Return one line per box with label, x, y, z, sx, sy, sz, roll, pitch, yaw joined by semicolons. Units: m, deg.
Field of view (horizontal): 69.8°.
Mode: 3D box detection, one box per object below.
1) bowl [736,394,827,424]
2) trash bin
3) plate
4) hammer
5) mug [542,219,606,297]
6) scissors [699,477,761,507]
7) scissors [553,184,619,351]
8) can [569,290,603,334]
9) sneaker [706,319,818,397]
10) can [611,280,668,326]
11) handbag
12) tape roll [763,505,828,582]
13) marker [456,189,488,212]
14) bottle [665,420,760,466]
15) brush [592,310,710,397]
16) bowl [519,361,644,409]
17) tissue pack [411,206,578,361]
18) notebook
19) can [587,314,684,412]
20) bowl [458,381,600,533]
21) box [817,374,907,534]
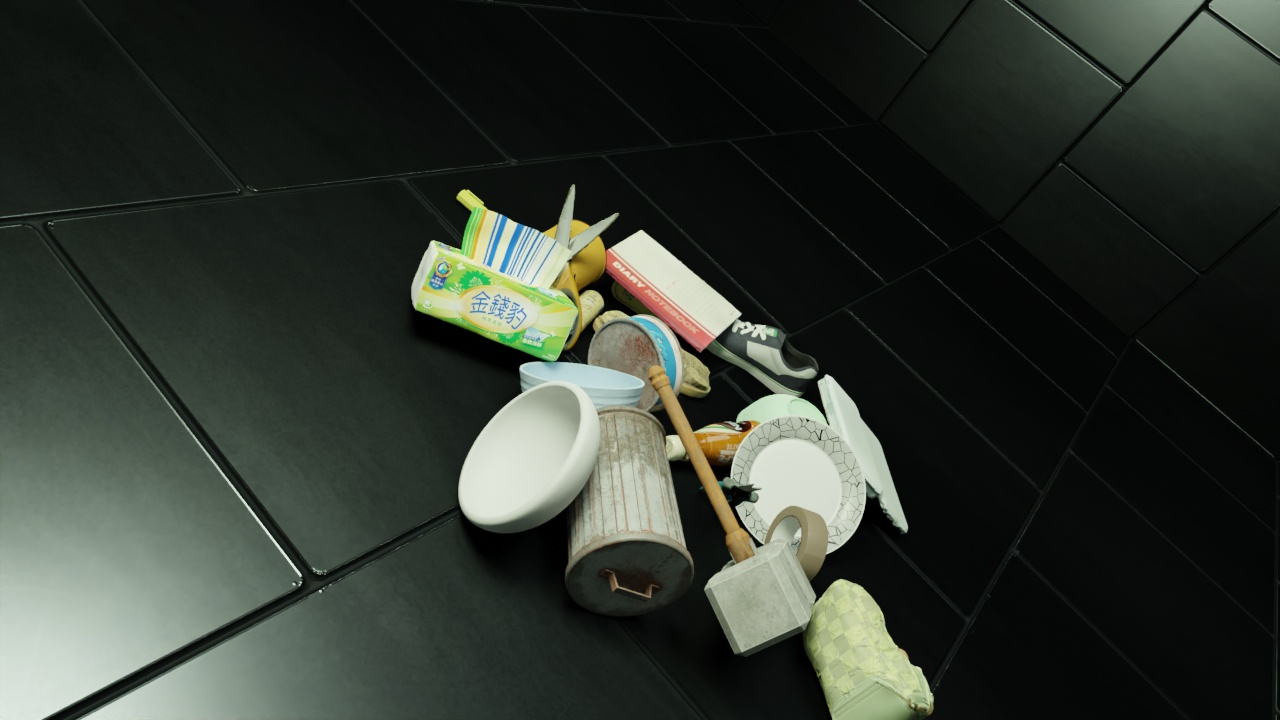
bowl;0.220;0.104;1.325;0.151;0.077;0.150;24;34;-18
trash bin;-0.019;0.165;0.991;0.130;0.131;0.210;20;35;-23
plate;0.208;0.166;1.217;0.188;0.016;0.188;4;73;-12
hammer;0.082;0.147;1.011;0.317;0.083;0.162;64;10;10
mug;-0.125;-0.140;1.310;0.124;0.100;0.093;3;25;27
scissors;0.109;0.161;1.126;0.126;0.144;0.019;47;63;-46
scissors;-0.113;-0.117;1.236;0.216;0.225;0.016;60;0;-5
can;-0.083;-0.068;1.300;0.038;0.038;0.079;37;34;1
sneaker;0.176;-0.033;1.450;0.235;0.079;0.084;33;35;-3
can;0.018;-0.113;1.430;0.116;0.057;0.092;33;35;-4
handbag;0.261;0.346;1.036;0.116;0.113;0.186;21;35;-34
tape roll;0.190;0.228;1.129;0.030;0.094;0.093;22;36;-20
marker;-0.221;-0.209;1.367;0.124;0.021;0.017;41;-11;5
bottle;0.098;0.112;1.222;0.166;0.059;0.059;-1;48;-38
brush;0.020;-0.009;1.315;0.195;0.043;0.059;33;34;-6
bowl;-0.075;0.052;1.105;0.150;0.075;0.150;9;8;-1
tissue pack;-0.172;-0.104;1.148;0.197;0.141;0.120;21;10;-26
notebook;0.044;-0.109;1.386;0.209;0.012;0.152;41;36;7
can;-0.007;0.007;1.192;0.044;0.130;0.130;-12;56;-48
bowl;-0.105;0.110;0.963;0.066;0.177;0.176;45;25;-34
box;0.333;0.137;1.363;0.189;0.037;0.208;44;25;-26
